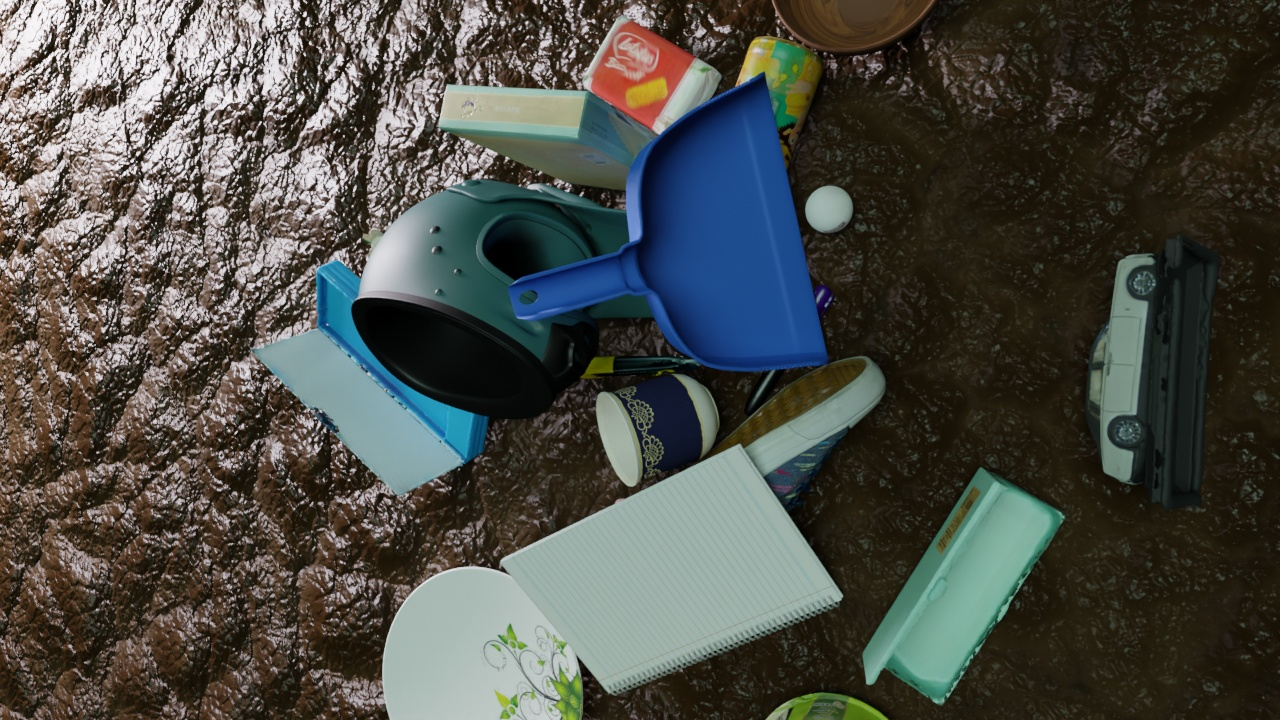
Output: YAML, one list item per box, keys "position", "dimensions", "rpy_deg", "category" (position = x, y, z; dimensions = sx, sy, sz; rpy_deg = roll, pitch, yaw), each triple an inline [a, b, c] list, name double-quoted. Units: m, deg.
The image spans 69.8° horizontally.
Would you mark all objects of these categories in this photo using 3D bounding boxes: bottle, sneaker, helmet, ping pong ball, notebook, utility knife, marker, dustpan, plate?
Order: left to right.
- position: [-0.154, 0.318, 0.910]
  dimensions: [0.230, 0.030, 0.229]
  rpy_deg: [-1, 87, 23]
  category: "plate"
- position: [-0.110, -0.067, 0.821]
  dimensions: [0.275, 0.176, 0.199]
  rpy_deg: [12, 51, 30]
  category: "helmet"
- position: [-0.005, 0.005, 0.824]
  dimensions: [0.173, 0.028, 0.020]
  rpy_deg: [-4, 79, 50]
  category: "utility knife"
- position: [0.021, -0.081, 0.721]
  dimensions: [0.257, 0.059, 0.245]
  rpy_deg: [-17, 100, -13]
  category: "dustpan"
- position: [0.026, 0.193, 0.800]
  dimensions: [0.246, 0.013, 0.178]
  rpy_deg: [-28, 109, 20]
  category: "notebook"
- position: [0.094, -0.170, 0.804]
  dimensions: [0.068, 0.068, 0.210]
  rpy_deg: [22, 97, 22]
  category: "bottle"
- position: [0.120, 0.088, 0.788]
  dimensions: [0.236, 0.087, 0.079]
  rpy_deg: [-39, 100, 18]
  category: "sneaker"
- position: [0.130, -0.007, 0.810]
  dimensions: [0.018, 0.015, 0.134]
  rpy_deg: [34, 101, 18]
  category: "marker"
- position: [0.162, -0.130, 0.788]
  dimensions: [0.040, 0.040, 0.040]
  rpy_deg: [-1, 87, 23]
  category: "ping pong ball"

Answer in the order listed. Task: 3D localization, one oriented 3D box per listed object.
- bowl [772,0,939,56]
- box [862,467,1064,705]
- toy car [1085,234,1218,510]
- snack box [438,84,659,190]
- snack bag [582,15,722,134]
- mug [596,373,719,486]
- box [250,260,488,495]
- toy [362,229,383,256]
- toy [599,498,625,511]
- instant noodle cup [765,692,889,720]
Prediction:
- position: [0.187, -0.320, 0.769]
  dimensions: [0.147, 0.068, 0.147]
  rpy_deg: [-1, 87, 22]
  category: "bowl"
- position: [0.246, 0.180, 0.712]
  dimensions: [0.077, 0.092, 0.188]
  rpy_deg: [34, 100, 22]
  category: "box"
- position: [0.373, 0.009, 0.678]
  dimensions: [0.071, 0.094, 0.191]
  rpy_deg: [4, 90, 44]
  category: "toy car"
- position: [-0.056, -0.185, 0.793]
  dimensions: [0.142, 0.193, 0.044]
  rpy_deg: [13, 92, 30]
  category: "snack box"
- position: [0.009, -0.263, 0.861]
  dimensions: [0.116, 0.036, 0.077]
  rpy_deg: [37, 102, 20]
  category: "snack bag"
- position: [0.015, 0.058, 0.823]
  dimensions: [0.089, 0.112, 0.085]
  rpy_deg: [-17, 86, -19]
  category: "mug"
- position: [-0.273, 0.017, 0.918]
  dimensions: [0.243, 0.115, 0.094]
  rpy_deg: [39, 137, 20]
  category: "box"
- position: [-0.245, -0.087, 0.953]
  dimensions: [0.087, 0.050, 0.112]
  rpy_deg: [-12, 105, 23]
  category: "toy"
- position: [-0.016, 0.182, 0.849]
  dimensions: [0.096, 0.041, 0.109]
  rpy_deg: [22, 102, 9]
  category: "toy"
- position: [0.149, 0.354, 0.742]
  dimensions: [0.146, 0.097, 0.146]
  rpy_deg: [-1, 87, 23]
  category: "instant noodle cup"
